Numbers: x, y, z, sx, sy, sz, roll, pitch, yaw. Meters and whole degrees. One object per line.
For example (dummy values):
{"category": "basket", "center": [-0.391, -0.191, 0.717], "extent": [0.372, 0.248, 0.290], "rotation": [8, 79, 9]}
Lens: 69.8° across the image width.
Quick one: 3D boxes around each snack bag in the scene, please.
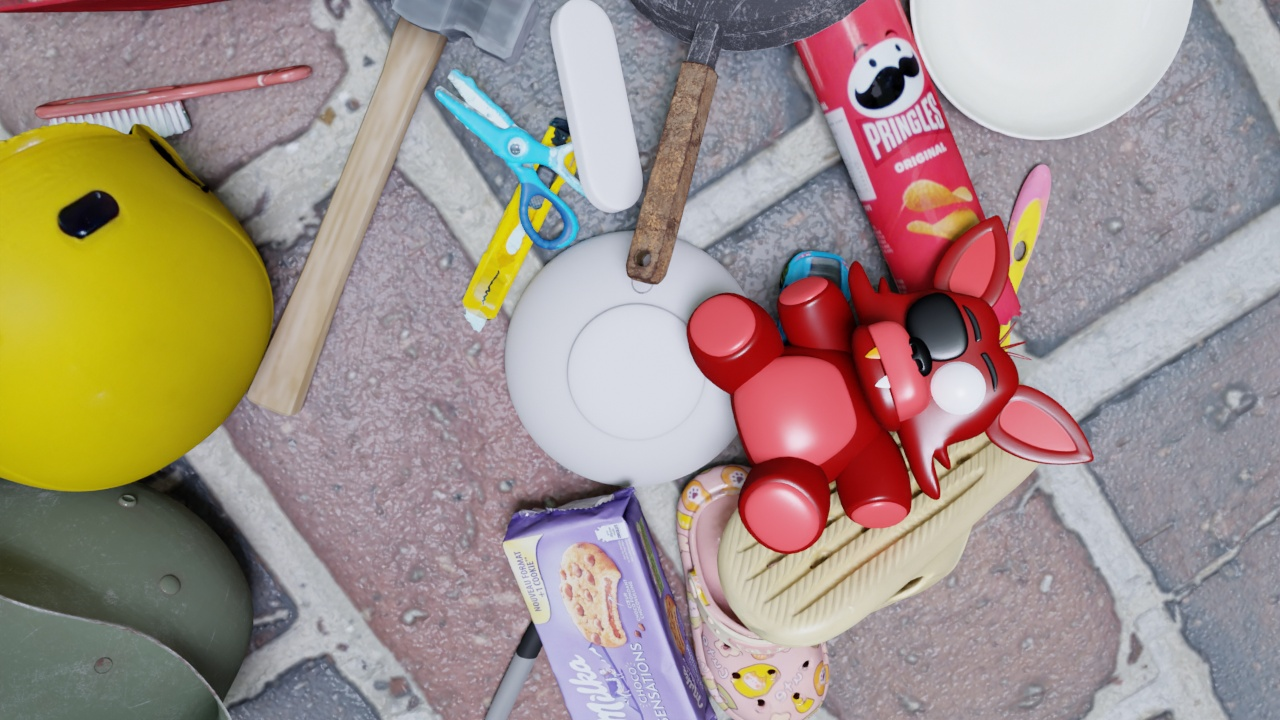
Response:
{"category": "snack bag", "center": [-0.015, 0.186, 0.632], "extent": [0.096, 0.058, 0.205], "rotation": [-14, 103, 18]}

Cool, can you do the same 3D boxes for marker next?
{"category": "marker", "center": [-0.090, 0.234, 0.666], "extent": [0.022, 0.016, 0.139], "rotation": [20, 99, -29]}

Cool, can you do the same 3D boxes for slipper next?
{"category": "slipper", "center": [0.162, 0.099, 0.604], "extent": [0.261, 0.111, 0.079], "rotation": [-31, 138, -17]}
{"category": "slipper", "center": [0.076, 0.171, 0.629], "extent": [0.093, 0.081, 0.197], "rotation": [-16, 97, 2]}

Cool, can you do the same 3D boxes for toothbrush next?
{"category": "toothbrush", "center": [0.259, -0.067, 0.631], "extent": [0.021, 0.016, 0.135], "rotation": [11, 96, -2]}

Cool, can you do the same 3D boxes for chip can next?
{"category": "chip can", "center": [0.170, -0.124, 0.590], "extent": [0.073, 0.073, 0.233], "rotation": [-25, 99, 2]}

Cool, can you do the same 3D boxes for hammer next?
{"category": "hammer", "center": [-0.181, -0.114, 0.594], "extent": [0.117, 0.051, 0.323], "rotation": [24, 100, -5]}

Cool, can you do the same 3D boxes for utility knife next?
{"category": "utility knife", "center": [-0.079, -0.090, 0.616], "extent": [0.030, 0.017, 0.156], "rotation": [28, 100, -2]}

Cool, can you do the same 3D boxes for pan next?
{"category": "pan", "center": [0.046, -0.213, 0.541], "extent": [0.208, 0.040, 0.357], "rotation": [16, 90, 20]}

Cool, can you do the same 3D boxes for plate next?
{"category": "plate", "center": [0.260, -0.235, 0.594], "extent": [0.182, 0.034, 0.182], "rotation": [0, 99, -2]}

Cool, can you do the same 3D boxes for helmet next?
{"category": "helmet", "center": [-0.291, -0.013, 0.510], "extent": [0.139, 0.240, 0.208], "rotation": [38, 75, -10]}
{"category": "helmet", "center": [-0.346, 0.159, 0.569], "extent": [0.268, 0.153, 0.228], "rotation": [27, 122, -1]}

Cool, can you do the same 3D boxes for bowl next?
{"category": "bowl", "center": [-0.004, 0.003, 0.606], "extent": [0.176, 0.066, 0.176], "rotation": [0, 99, -2]}

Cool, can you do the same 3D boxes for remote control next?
{"category": "remote control", "center": [-0.028, -0.164, 0.593], "extent": [0.043, 0.013, 0.136], "rotation": [-14, 95, -34]}

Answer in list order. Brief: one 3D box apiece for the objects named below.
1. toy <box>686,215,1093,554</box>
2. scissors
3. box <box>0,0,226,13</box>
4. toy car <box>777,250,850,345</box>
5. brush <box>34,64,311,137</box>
{"category": "toy", "center": [0.140, 0.015, 0.539], "extent": [0.197, 0.120, 0.158], "rotation": [-18, 75, 10]}
{"category": "scissors", "center": [-0.080, -0.127, 0.582], "extent": [0.140, 0.015, 0.083], "rotation": [32, 94, -35]}
{"category": "box", "center": [-0.266, -0.242, 0.510], "extent": [0.157, 0.136, 0.122], "rotation": [-2, 92, 21]}
{"category": "toy car", "center": [0.117, -0.021, 0.624], "extent": [0.048, 0.032, 0.105], "rotation": [7, 100, -4]}
{"category": "brush", "center": [-0.294, -0.162, 0.589], "extent": [0.172, 0.041, 0.030], "rotation": [-10, 116, -3]}
